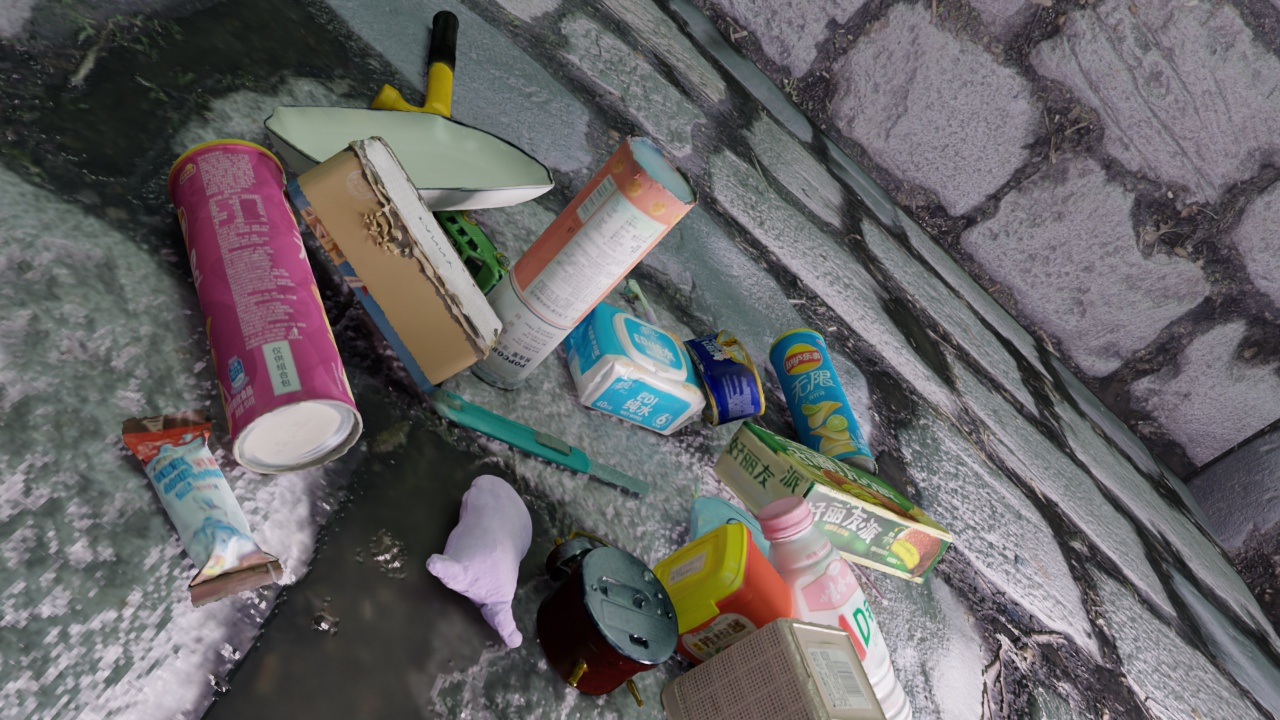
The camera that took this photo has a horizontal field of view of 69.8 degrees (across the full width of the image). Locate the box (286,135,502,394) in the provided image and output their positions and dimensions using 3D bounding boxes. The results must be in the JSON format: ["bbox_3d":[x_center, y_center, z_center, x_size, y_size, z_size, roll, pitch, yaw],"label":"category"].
[{"bbox_3d":[-0.162,-0.063,0.638,0.184,0.061,0.089,61,6,-13],"label":"box"}]

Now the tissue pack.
[{"bbox_3d":[-0.005,0.005,0.834,0.140,0.063,0.090,23,35,-38],"label":"tissue pack"}]

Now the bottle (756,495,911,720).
[{"bbox_3d":[0.144,0.200,0.708,0.197,0.068,0.068,66,25,-7],"label":"bottle"}]

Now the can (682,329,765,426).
[{"bbox_3d":[0.077,0.016,0.892,0.148,0.049,0.075,-119,-166,-73],"label":"can"}]

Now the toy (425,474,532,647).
[{"bbox_3d":[-0.092,0.117,0.577,0.084,0.039,0.107,55,18,-24],"label":"toy"}]

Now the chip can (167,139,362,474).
[{"bbox_3d":[-0.230,-0.037,0.554,0.071,0.072,0.210,12,43,-49],"label":"chip can"}]

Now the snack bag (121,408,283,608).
[{"bbox_3d":[-0.222,0.072,0.463,0.048,0.026,0.104,-12,61,-46],"label":"snack bag"}]

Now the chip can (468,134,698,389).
[{"bbox_3d":[-0.052,-0.070,0.696,0.071,0.215,0.071,35,29,-22],"label":"chip can"}]

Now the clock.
[{"bbox_3d":[-0.023,0.160,0.599,0.082,0.055,0.121,28,31,-31],"label":"clock"}]

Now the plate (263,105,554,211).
[{"bbox_3d":[-0.189,-0.167,0.782,0.162,0.034,0.265,33,26,21],"label":"plate"}]

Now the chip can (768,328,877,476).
[{"bbox_3d":[0.208,0.057,1.068,0.071,0.071,0.210,29,32,-32],"label":"chip can"}]

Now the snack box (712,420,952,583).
[{"bbox_3d":[0.190,0.142,0.894,0.240,0.063,0.114,24,12,-37],"label":"snack box"}]

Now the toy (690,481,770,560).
[{"bbox_3d":[0.092,0.168,0.766,0.156,0.050,0.161,54,19,15],"label":"toy"}]

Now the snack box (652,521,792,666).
[{"bbox_3d":[0.059,0.175,0.664,0.080,0.091,0.081,46,26,-16],"label":"snack box"}]

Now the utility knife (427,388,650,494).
[{"bbox_3d":[-0.071,0.065,0.707,0.215,0.013,0.029,28,32,-33],"label":"utility knife"}]

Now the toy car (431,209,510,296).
[{"bbox_3d":[-0.150,-0.093,0.781,0.091,0.043,0.036,49,25,10],"label":"toy car"}]

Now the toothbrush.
[{"bbox_3d":[0.023,-0.007,0.945,0.029,0.020,0.189,67,-1,-59],"label":"toothbrush"}]

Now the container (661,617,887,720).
[{"bbox_3d":[0.090,0.231,0.602,0.089,0.111,0.090,22,35,-39],"label":"container"}]

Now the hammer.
[{"bbox_3d":[-0.217,-0.310,0.998,0.128,0.033,0.300,30,31,-31],"label":"hammer"}]
